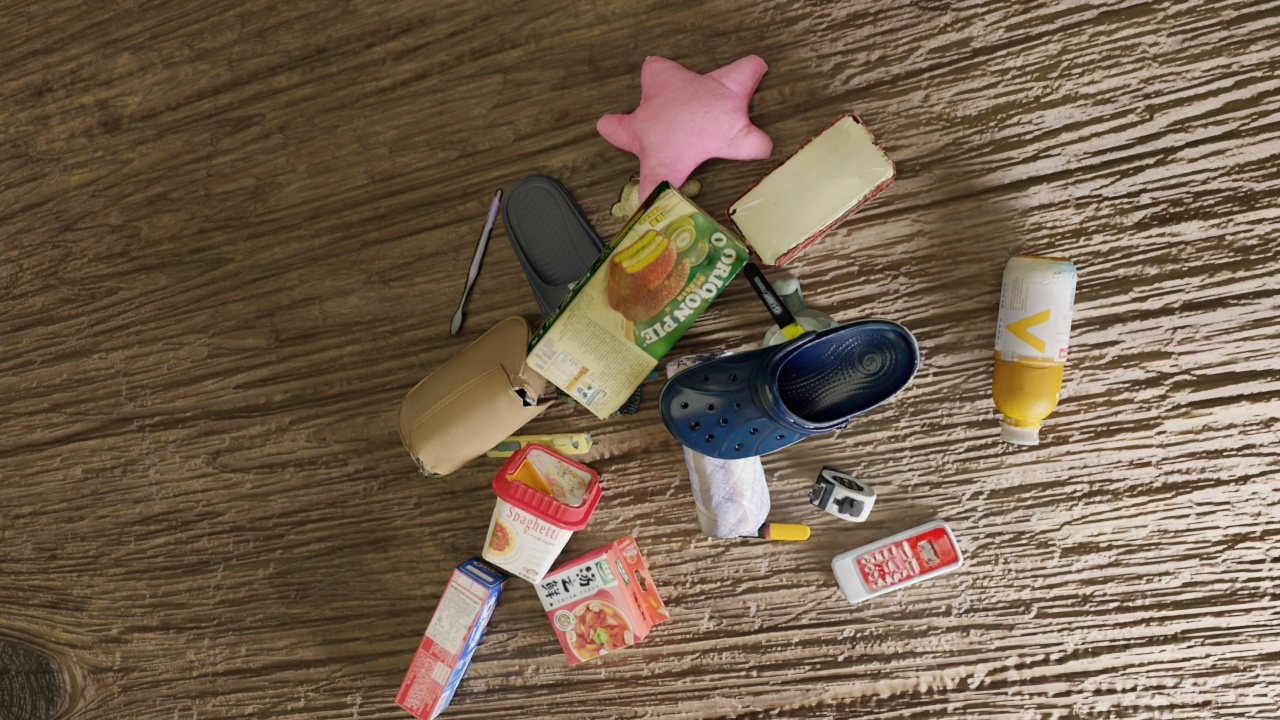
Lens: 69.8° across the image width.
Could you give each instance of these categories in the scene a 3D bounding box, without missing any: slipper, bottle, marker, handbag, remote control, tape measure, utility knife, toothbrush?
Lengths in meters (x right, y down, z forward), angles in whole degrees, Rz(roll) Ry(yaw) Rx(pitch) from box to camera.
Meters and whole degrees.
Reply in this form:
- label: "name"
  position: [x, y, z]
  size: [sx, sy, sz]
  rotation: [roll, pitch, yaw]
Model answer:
- label: "slipper"
  position: [-0.080, -0.095, 1.036]
  size: [0.111, 0.083, 0.268]
  rotation: [-31, 83, 3]
- label: "bottle"
  position: [0.393, -0.011, 0.926]
  size: [0.068, 0.068, 0.189]
  rotation: [6, 97, 15]
- label: "slipper"
  position: [0.141, 0.032, 0.865]
  size: [0.253, 0.095, 0.105]
  rotation: [-18, 93, 8]
- label: "marker"
  position: [0.140, -0.045, 0.913]
  size: [0.018, 0.015, 0.124]
  rotation: [-35, 86, 12]
- label: "marker"
  position: [0.131, 0.195, 1.050]
  size: [0.124, 0.015, 0.018]
  rotation: [-2, 93, 19]
- label: "handbag"
  position: [-0.184, 0.047, 1.064]
  size: [0.205, 0.147, 0.100]
  rotation: [-34, 123, 18]
- label: "remote control"
  position: [0.280, 0.221, 1.006]
  size: [0.136, 0.020, 0.056]
  rotation: [-24, 90, 17]
- label: "tape measure"
  position: [0.219, 0.146, 0.992]
  size: [0.066, 0.065, 0.034]
  rotation: [23, 106, 15]
- label: "handbag"
  position: [0.086, 0.083, 0.989]
  size: [0.076, 0.134, 0.194]
  rotation: [-13, 93, 17]
- label: "utility knife"
  position: [-0.131, 0.101, 1.117]
  size: [0.152, 0.018, 0.031]
  rotation: [-5, 100, 12]
- label: "toothbrush"
  position: [-0.199, -0.118, 1.115]
  size: [0.014, 0.016, 0.189]
  rotation: [20, 98, 1]

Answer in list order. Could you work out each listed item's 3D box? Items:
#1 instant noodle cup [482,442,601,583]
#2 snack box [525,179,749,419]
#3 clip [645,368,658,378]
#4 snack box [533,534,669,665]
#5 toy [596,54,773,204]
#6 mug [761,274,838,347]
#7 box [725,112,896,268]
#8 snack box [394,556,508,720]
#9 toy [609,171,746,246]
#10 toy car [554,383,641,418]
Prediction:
- label: "instant noodle cup"
  position: [-0.121, 0.181, 1.071]
  size: [0.116, 0.116, 0.124]
  rotation: [25, 114, 2]
- label: "snack box"
  position: [-0.007, -0.062, 0.968]
  size: [0.114, 0.063, 0.240]
  rotation: [36, 105, -15]
- label: "clip"
  position: [-0.006, 0.006, 1.065]
  size: [0.055, 0.038, 0.013]
  rotation: [27, 99, 18]
- label: "snack box"
  position: [-0.047, 0.286, 1.094]
  size: [0.127, 0.044, 0.113]
  rotation: [-26, 88, 16]
- label: "toy"
  position: [0.053, -0.269, 0.995]
  size: [0.195, 0.074, 0.178]
  rotation: [-26, 73, 4]
- label: "mug"
  position: [0.166, -0.030, 0.971]
  size: [0.084, 0.103, 0.124]
  rotation: [-17, 92, 17]
- label: "box"
  position: [0.179, -0.174, 0.964]
  size: [0.168, 0.079, 0.091]
  rotation: [-37, 84, 17]
- label: "snack box"
  position: [-0.235, 0.348, 1.148]
  size: [0.058, 0.057, 0.208]
  rotation: [29, 103, 14]
- label: "toy"
  position: [0.044, -0.149, 1.020]
  size: [0.157, 0.066, 0.105]
  rotation: [32, 73, 6]
- label: "toy car"
  position: [-0.049, 0.033, 1.075]
  size: [0.106, 0.031, 0.049]
  rotation: [16, 95, 13]
